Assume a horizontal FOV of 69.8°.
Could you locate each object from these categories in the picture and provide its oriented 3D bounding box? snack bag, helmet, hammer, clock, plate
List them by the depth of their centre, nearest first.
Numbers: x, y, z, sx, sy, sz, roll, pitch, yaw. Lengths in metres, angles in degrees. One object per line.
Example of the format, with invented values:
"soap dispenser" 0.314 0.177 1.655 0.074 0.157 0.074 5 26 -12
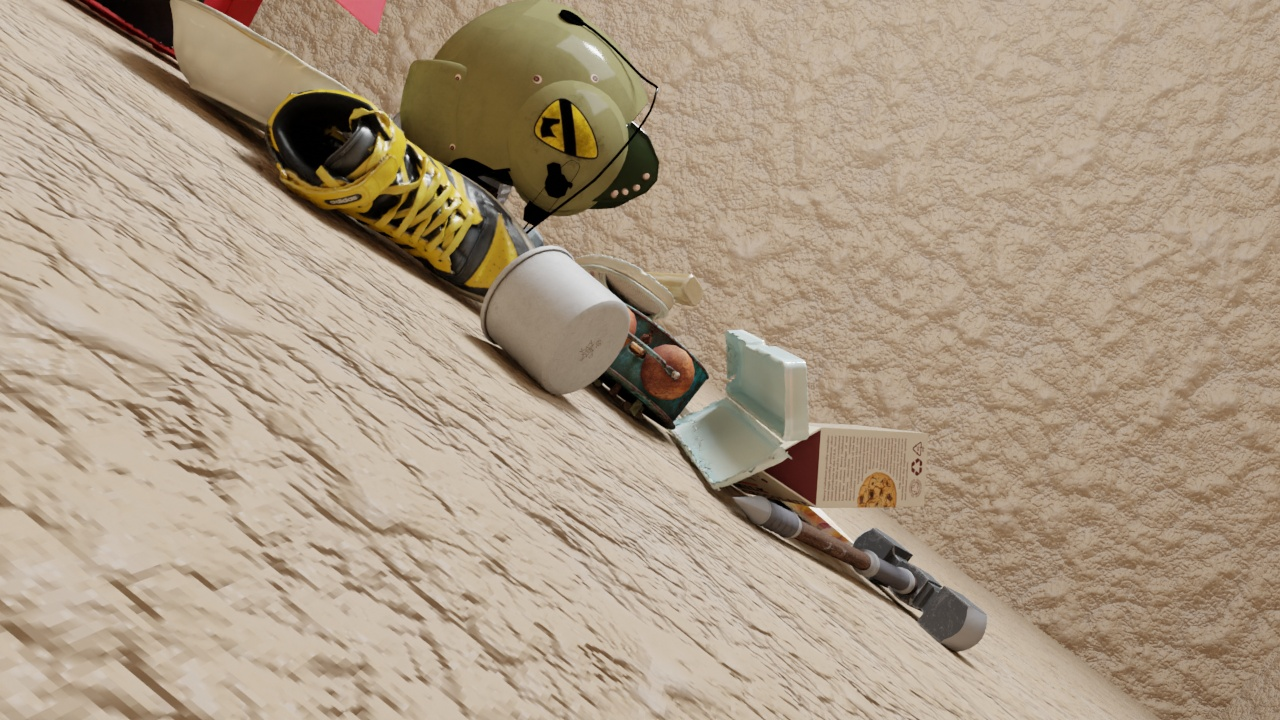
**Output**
"hammer" 0.176 0.166 0.796 0.322 0.043 0.156 31 6 -41
"clock" -0.005 0.005 0.813 0.121 0.073 0.158 37 -8 9
"snack bag" 0.154 0.093 0.838 0.206 0.070 0.094 5 -2 -33
"helmet" -0.113 -0.205 0.868 0.233 0.255 0.250 39 2 -9
"plate" 0.147 0.134 1.021 0.187 0.016 0.187 40 2 -13
"hammer" -0.047 -0.104 1.149 0.323 0.051 0.117 14 -31 47

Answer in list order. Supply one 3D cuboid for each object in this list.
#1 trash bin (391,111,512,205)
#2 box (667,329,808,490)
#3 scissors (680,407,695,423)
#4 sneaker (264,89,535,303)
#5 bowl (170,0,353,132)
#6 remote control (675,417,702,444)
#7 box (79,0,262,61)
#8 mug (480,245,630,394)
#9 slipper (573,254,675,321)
"trash bin" -0.239 -0.238 1.145 0.156 0.156 0.183 36 1 -13
"box" 0.082 0.037 0.800 0.078 0.122 0.197 53 -2 -12
"scissors" 0.029 0.044 1.176 0.157 0.012 0.170 35 3 -41
"sneaker" -0.178 -0.124 0.705 0.238 0.086 0.122 32 -2 -7
"bowl" -0.324 -0.232 0.797 0.188 0.060 0.219 27 0 16
"remote control" 0.044 0.071 0.971 0.045 0.008 0.146 39 4 36
"box" -0.376 -0.455 0.826 0.124 0.378 0.211 51 9 28
"mug" -0.058 -0.018 0.648 0.070 0.084 0.113 41 -27 28
"slipper" -0.055 -0.069 1.095 0.115 0.052 0.263 40 -18 -25
